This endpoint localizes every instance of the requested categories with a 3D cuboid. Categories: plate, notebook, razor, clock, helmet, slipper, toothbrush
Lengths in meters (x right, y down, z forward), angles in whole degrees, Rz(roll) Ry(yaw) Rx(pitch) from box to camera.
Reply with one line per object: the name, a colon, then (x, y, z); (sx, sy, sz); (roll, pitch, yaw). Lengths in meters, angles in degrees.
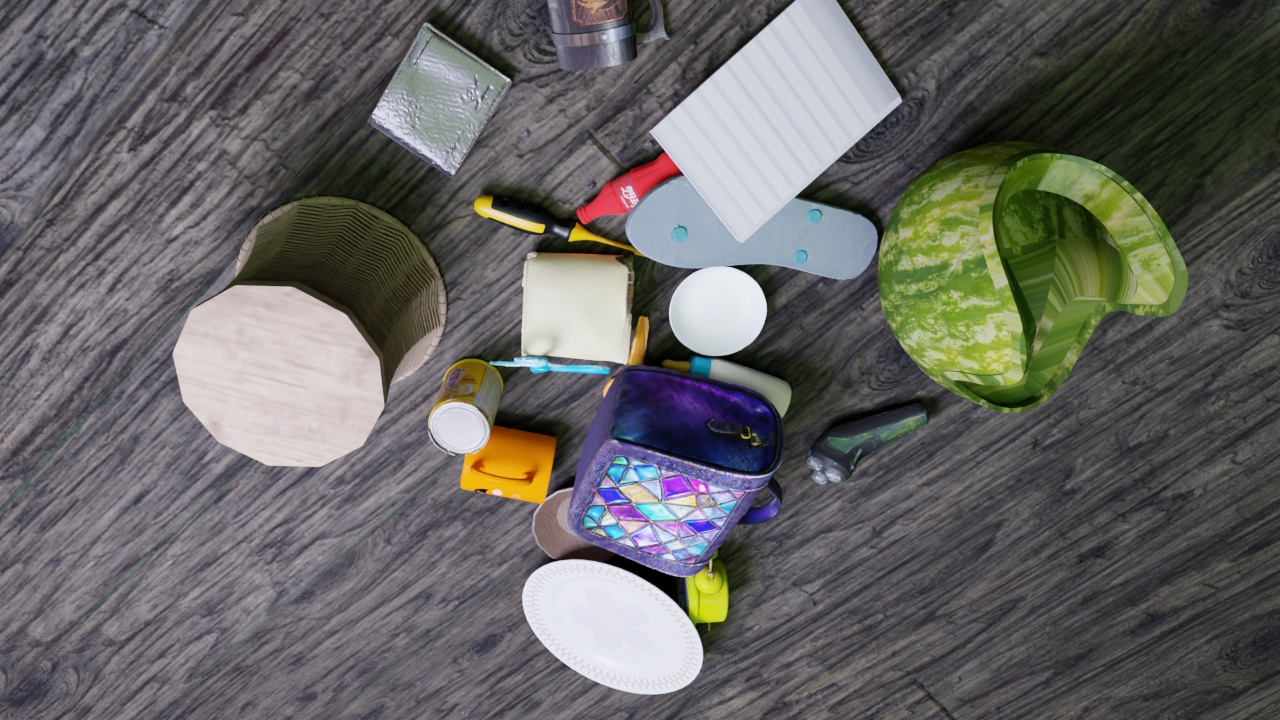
plate: (-0.036, 0.334, 1.156); (0.243, 0.016, 0.243); (12, 128, 16)
notebook: (0.132, -0.234, 0.876); (0.210, 0.009, 0.142); (-41, 110, 2)
razor: (0.261, 0.094, 1.044); (0.151, 0.067, 0.054); (-24, 129, 3)
clock: (0.075, 0.273, 1.124); (0.057, 0.083, 0.119); (-1, 120, -5)
helmet: (0.336, -0.080, 0.858); (0.213, 0.247, 0.243); (-24, 76, -10)
slipper: (0.115, -0.142, 0.939); (0.268, 0.054, 0.098); (4, 115, -14)
toothbrush: (-0.075, -0.135, 0.950); (0.196, 0.031, 0.031); (15, 127, -12)
plate: (0.082, -0.057, 0.988); (0.104, 0.026, 0.104); (0, 117, -1)

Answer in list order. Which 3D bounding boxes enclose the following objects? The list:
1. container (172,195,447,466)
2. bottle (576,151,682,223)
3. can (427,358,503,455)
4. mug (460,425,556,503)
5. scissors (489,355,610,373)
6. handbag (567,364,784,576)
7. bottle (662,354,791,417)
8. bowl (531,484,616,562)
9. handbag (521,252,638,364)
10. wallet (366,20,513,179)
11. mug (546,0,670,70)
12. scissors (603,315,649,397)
container: (-0.324, -0.026, 0.910); (0.227, 0.195, 0.227); (0, 117, 0)
bottle: (-0.009, -0.172, 0.924); (0.119, 0.036, 0.036); (-26, 114, 13)
can: (-0.189, 0.049, 0.999); (0.067, 0.105, 0.068); (0, 117, 0)
mug: (-0.149, 0.119, 1.031); (0.096, 0.112, 0.078); (11, 97, -6)
scissors: (-0.094, 0.007, 0.975); (0.137, 0.134, 0.011); (5, 82, -13)
handbag: (0.048, 0.127, 0.997); (0.222, 0.125, 0.205); (19, 134, -8)
bottle: (0.093, 0.025, 1.015); (0.146, 0.051, 0.051); (18, 115, -9)
bowl: (-0.072, 0.194, 1.114); (0.118, 0.030, 0.118); (0, 117, 0)
handbag: (-0.063, -0.057, 0.963); (0.119, 0.081, 0.111); (4, 109, 0)
wallet: (-0.195, -0.251, 0.891); (0.099, 0.031, 0.120); (32, 112, -18)
mug: (-0.030, -0.329, 0.830); (0.115, 0.080, 0.107); (-19, 120, -20)
scissors: (-0.003, 0.006, 1.028); (0.064, 0.013, 0.128); (10, 118, -6)
